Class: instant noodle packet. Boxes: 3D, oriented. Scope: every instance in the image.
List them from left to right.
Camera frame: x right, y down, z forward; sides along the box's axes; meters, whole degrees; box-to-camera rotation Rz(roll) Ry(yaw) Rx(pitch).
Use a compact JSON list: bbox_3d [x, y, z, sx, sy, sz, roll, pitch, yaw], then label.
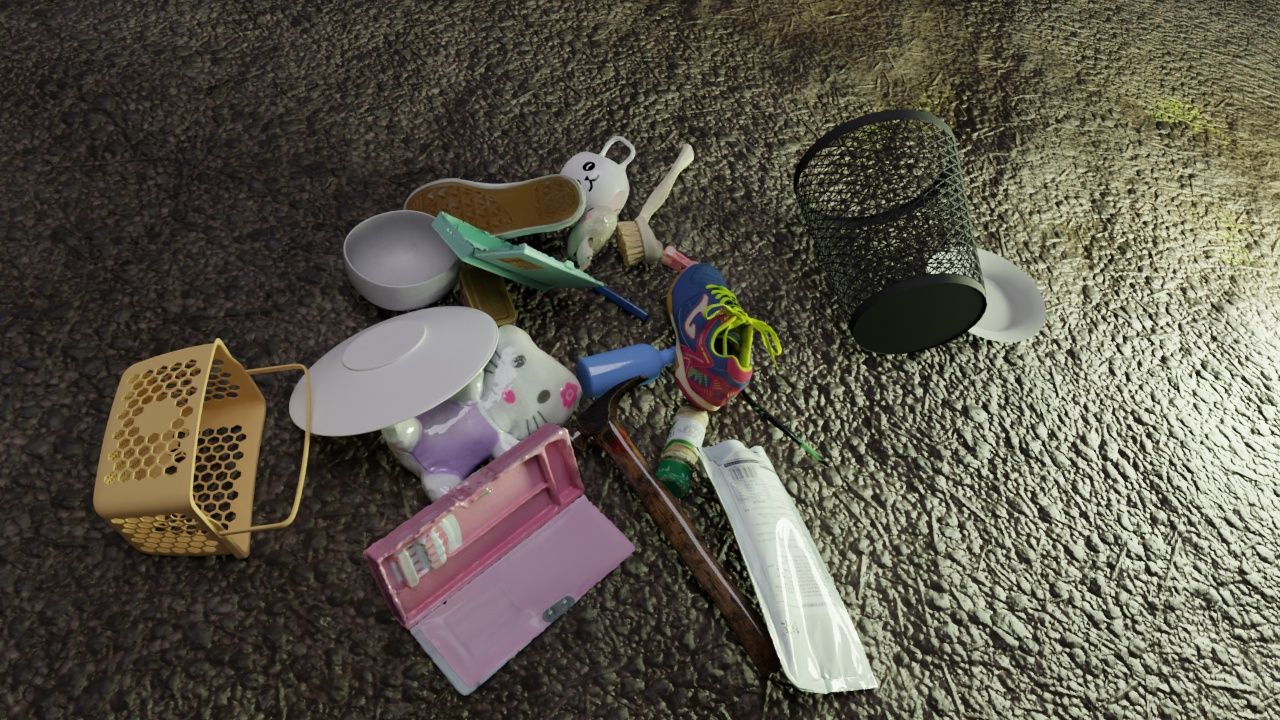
[{"bbox_3d":[0.142,0.207,0.934,0.146,0.057,0.269,15,43,-42],"label":"instant noodle packet"}]

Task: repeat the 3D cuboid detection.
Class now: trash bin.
[{"bbox_3d":[0.326,-0.153,1.176,0.216,0.217,0.242,1,60,-13],"label":"trash bin"}]

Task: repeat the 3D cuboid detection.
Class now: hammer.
[{"bbox_3d":[0.046,0.168,0.937,0.120,0.033,0.330,-42,71,14],"label":"hammer"}]

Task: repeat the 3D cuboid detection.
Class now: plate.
[{"bbox_3d":[-0.262,-0.006,0.957,0.229,0.030,0.229,-13,32,8],"label":"plate"},{"bbox_3d":[0.472,-0.088,1.268,0.172,0.019,0.172,6,52,-8],"label":"plate"}]

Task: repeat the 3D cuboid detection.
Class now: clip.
[{"bbox_3d":[0.052,-0.122,1.205,0.059,0.041,0.023,40,58,5],"label":"clip"}]

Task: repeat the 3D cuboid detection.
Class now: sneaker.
[{"bbox_3d":[-0.177,-0.184,1.152,0.236,0.079,0.087,-4,89,10],"label":"sneaker"},{"bbox_3d":[0.099,-0.046,1.085,0.116,0.091,0.241,31,37,-25],"label":"sneaker"}]

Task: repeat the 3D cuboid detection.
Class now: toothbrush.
[{"bbox_3d":[-0.072,-0.099,1.156,0.190,0.016,0.017,32,60,12],"label":"toothbrush"},{"bbox_3d":[0.147,0.065,1.081,0.188,0.014,0.017,41,68,19],"label":"toothbrush"}]

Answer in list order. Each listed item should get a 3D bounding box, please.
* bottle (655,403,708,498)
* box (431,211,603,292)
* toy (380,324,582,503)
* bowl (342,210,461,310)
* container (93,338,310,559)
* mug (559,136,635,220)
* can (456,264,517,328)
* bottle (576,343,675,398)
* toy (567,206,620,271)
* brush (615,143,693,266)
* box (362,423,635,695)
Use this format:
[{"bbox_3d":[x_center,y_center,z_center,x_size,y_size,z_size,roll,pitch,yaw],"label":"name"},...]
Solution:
[{"bbox_3d":[0.047,0.098,1.014,0.042,0.043,0.109,19,51,2],"label":"bottle"},{"bbox_3d":[-0.139,-0.114,1.057,0.138,0.186,0.056,28,95,26],"label":"box"},{"bbox_3d":[-0.162,0.059,0.968,0.208,0.086,0.137,-39,95,-31],"label":"toy"},{"bbox_3d":[-0.279,-0.110,1.083,0.132,0.064,0.131,5,49,-6],"label":"bowl"},{"bbox_3d":[-0.400,0.082,0.869,0.167,0.129,0.183,-7,54,-3],"label":"container"},{"bbox_3d":[-0.049,-0.238,1.208,0.076,0.090,0.124,34,89,23],"label":"mug"},{"bbox_3d":[-0.179,-0.059,1.073,0.053,0.059,0.099,-13,58,-22],"label":"can"},{"bbox_3d":[-0.006,0.006,1.068,0.131,0.048,0.048,-14,58,-22],"label":"bottle"},{"bbox_3d":[-0.062,-0.157,1.158,0.050,0.087,0.112,43,42,-4],"label":"toy"},{"bbox_3d":[0.027,-0.220,1.251,0.077,0.062,0.271,16,46,8],"label":"brush"},{"bbox_3d":[-0.136,0.187,0.901,0.232,0.075,0.172,-34,97,-33],"label":"box"}]
